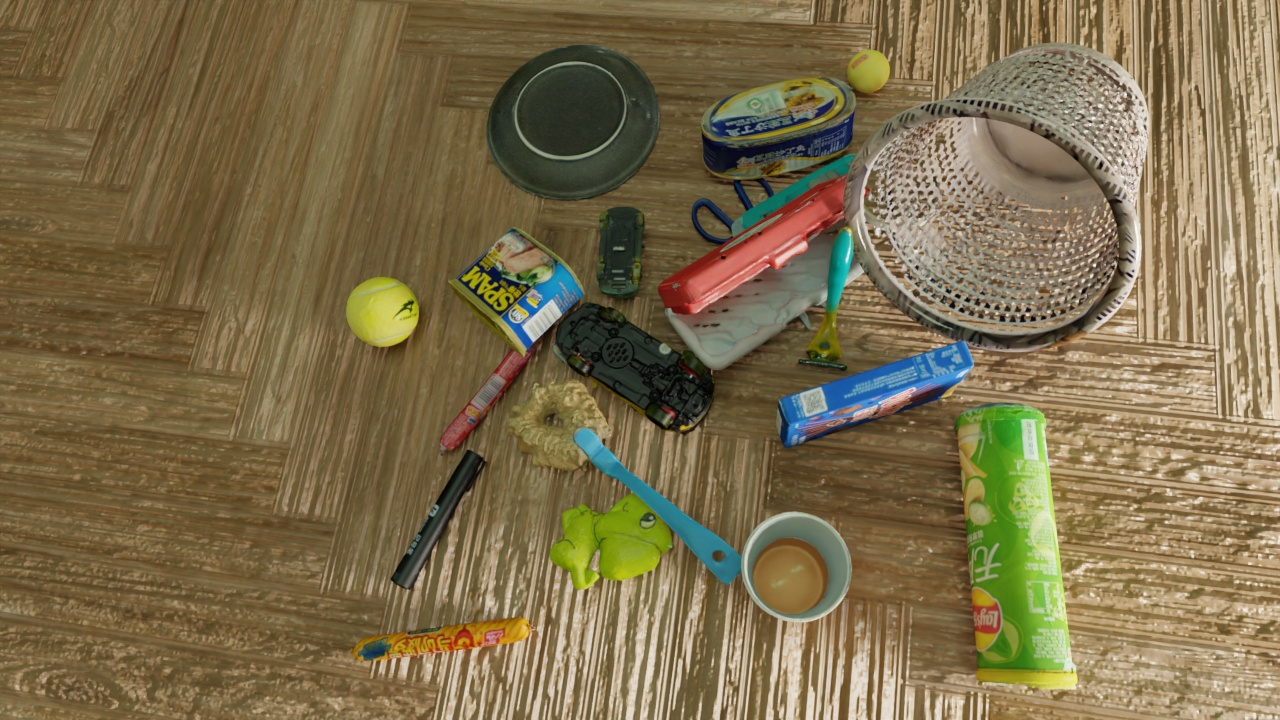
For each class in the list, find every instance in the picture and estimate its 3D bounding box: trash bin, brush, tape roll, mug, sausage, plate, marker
[{"bbox_3d":[0.311,-0.152,0.753,0.227,0.228,0.191,33,57,15],"label":"trash bin"},{"bbox_3d":[-0.015,0.099,0.778,0.255,0.046,0.083,37,72,27],"label":"brush"},{"bbox_3d":[0.238,-0.162,0.859,0.086,0.014,0.085,1,77,-3],"label":"tape roll"},{"bbox_3d":[0.119,0.167,0.715,0.078,0.123,0.078,-2,71,6],"label":"mug"},{"bbox_3d":[-0.170,0.237,0.779,0.165,0.021,0.021,-9,71,4],"label":"sausage"},{"bbox_3d":[-0.070,-0.246,0.923,0.179,0.024,0.179,-2,71,6],"label":"plate"},{"bbox_3d":[-0.135,0.025,0.845,0.020,0.020,0.155,35,78,15],"label":"sausage"},{"bbox_3d":[-0.178,0.141,0.813,0.022,0.020,0.132,33,76,-15],"label":"marker"}]

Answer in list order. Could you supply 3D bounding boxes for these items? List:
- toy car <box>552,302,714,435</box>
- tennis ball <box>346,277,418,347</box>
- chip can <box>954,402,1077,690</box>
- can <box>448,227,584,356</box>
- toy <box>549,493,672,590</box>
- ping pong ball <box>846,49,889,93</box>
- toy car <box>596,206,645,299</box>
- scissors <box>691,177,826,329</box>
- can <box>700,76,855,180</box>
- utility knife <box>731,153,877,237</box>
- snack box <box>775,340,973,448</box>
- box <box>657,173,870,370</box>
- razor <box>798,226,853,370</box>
[{"bbox_3d":[-0.005,0.005,0.824,0.156,0.041,0.071,32,78,10],"label":"toy car"},{"bbox_3d":[-0.240,-0.045,0.855,0.065,0.065,0.065,-2,72,6],"label":"tennis ball"},{"bbox_3d":[0.295,0.144,0.730,0.072,0.072,0.221,0,72,6],"label":"chip can"},{"bbox_3d":[-0.113,-0.066,0.842,0.083,0.057,0.102,-45,53,-11],"label":"can"},{"bbox_3d":[-0.022,0.154,0.783,0.100,0.031,0.096,14,67,13],"label":"toy"},{"bbox_3d":[0.221,-0.281,0.892,0.040,0.040,0.040,-2,72,6],"label":"ping pong ball"},{"bbox_3d":[-0.018,-0.101,0.863,0.043,0.036,0.091,1,73,8],"label":"toy car"},{"bbox_3d":[0.125,-0.110,0.863,0.171,0.012,0.141,23,76,11],"label":"scissors"},{"bbox_3d":[0.130,-0.221,0.871,0.148,0.049,0.074,-13,60,0],"label":"can"},{"bbox_3d":[0.153,-0.157,0.865,0.164,0.013,0.029,-30,72,-12],"label":"utility knife"},{"bbox_3d":[0.193,0.030,0.771,0.157,0.084,0.026,-18,71,1],"label":"snack box"},{"bbox_3d":[0.121,-0.075,0.810,0.201,0.095,0.099,-33,101,-15],"label":"box"},{"bbox_3d":[0.168,-0.054,0.797,0.043,0.028,0.133,10,116,12],"label":"razor"}]
